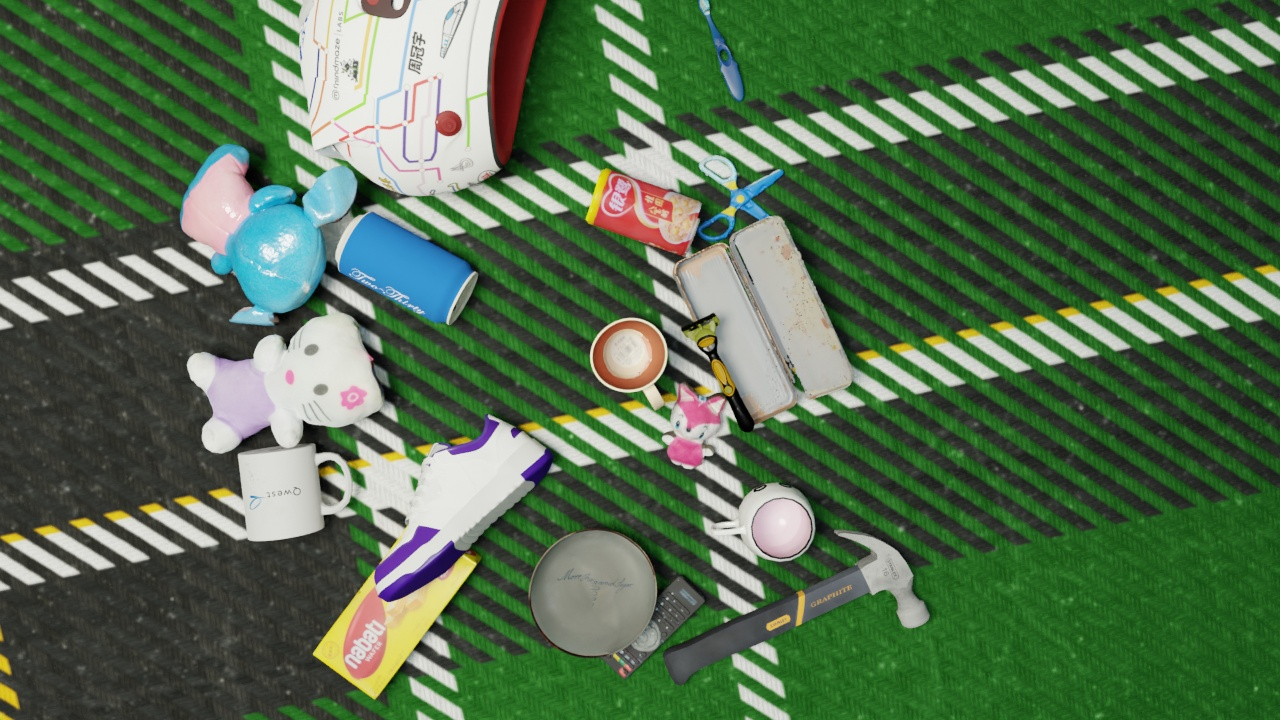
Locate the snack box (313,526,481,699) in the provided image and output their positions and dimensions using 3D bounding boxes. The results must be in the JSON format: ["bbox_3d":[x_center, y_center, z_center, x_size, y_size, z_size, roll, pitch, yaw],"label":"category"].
[{"bbox_3d":[-0.285,0.287,1.079,0.092,0.042,0.200,37,90,-1],"label":"snack box"}]

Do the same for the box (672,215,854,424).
[{"bbox_3d":[0.142,-0.045,1.073,0.157,0.071,0.216,-25,92,27],"label":"box"}]

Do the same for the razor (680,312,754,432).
[{"bbox_3d":[0.097,0.018,1.061,0.044,0.021,0.144,-25,95,17],"label":"razor"}]

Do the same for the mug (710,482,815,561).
[{"bbox_3d":[0.141,0.190,1.071,0.124,0.076,0.090,-7,92,-2],"label":"mug"}]

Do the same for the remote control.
[{"bbox_3d":[0.014,0.319,1.100,0.045,0.021,0.140,44,95,-1],"label":"remote control"}]

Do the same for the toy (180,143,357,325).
[{"bbox_3d":[-0.424,-0.150,1.024,0.191,0.098,0.224,43,110,5],"label":"toy"}]

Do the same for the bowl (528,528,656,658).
[{"bbox_3d":[-0.056,0.267,1.078,0.150,0.057,0.150,0,91,-2],"label":"bowl"}]

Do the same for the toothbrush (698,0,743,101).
[{"bbox_3d":[0.095,-0.369,1.085,0.021,0.016,0.132,-21,92,1],"label":"toothbrush"}]

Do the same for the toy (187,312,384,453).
[{"bbox_3d":[-0.398,0.031,1.046,0.209,0.085,0.137,-15,83,3],"label":"toy"}]

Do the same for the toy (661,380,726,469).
[{"bbox_3d":[0.063,0.080,1.083,0.065,0.050,0.102,15,96,-7],"label":"toy"}]

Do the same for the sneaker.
[{"bbox_3d":[-0.220,0.154,1.034,0.111,0.092,0.243,43,69,12],"label":"sneaker"}]

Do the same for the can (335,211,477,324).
[{"bbox_3d":[-0.267,-0.105,1.050,0.146,0.079,0.079,28,90,-2],"label":"can"}]

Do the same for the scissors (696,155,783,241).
[{"bbox_3d":[0.114,-0.196,1.094,0.125,0.014,0.130,-32,95,1],"label":"scissors"}]

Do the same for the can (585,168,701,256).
[{"bbox_3d":[0.005,-0.171,1.062,0.124,0.066,0.066,19,91,-2],"label":"can"}]

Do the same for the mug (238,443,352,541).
[{"bbox_3d":[-0.393,0.147,1.054,0.119,0.083,0.096,-6,92,-10],"label":"mug"}]

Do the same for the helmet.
[{"bbox_3d":[-0.234,-0.335,0.968,0.236,0.231,0.314,15,97,1],"label":"helmet"}]

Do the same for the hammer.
[{"bbox_3d":[0.177,0.310,1.099,0.312,0.035,0.139,-25,90,-1],"label":"hammer"}]

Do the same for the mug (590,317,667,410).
[{"bbox_3d":[-0.006,0.006,1.049,0.085,0.104,0.111,-31,93,-1],"label":"mug"}]
